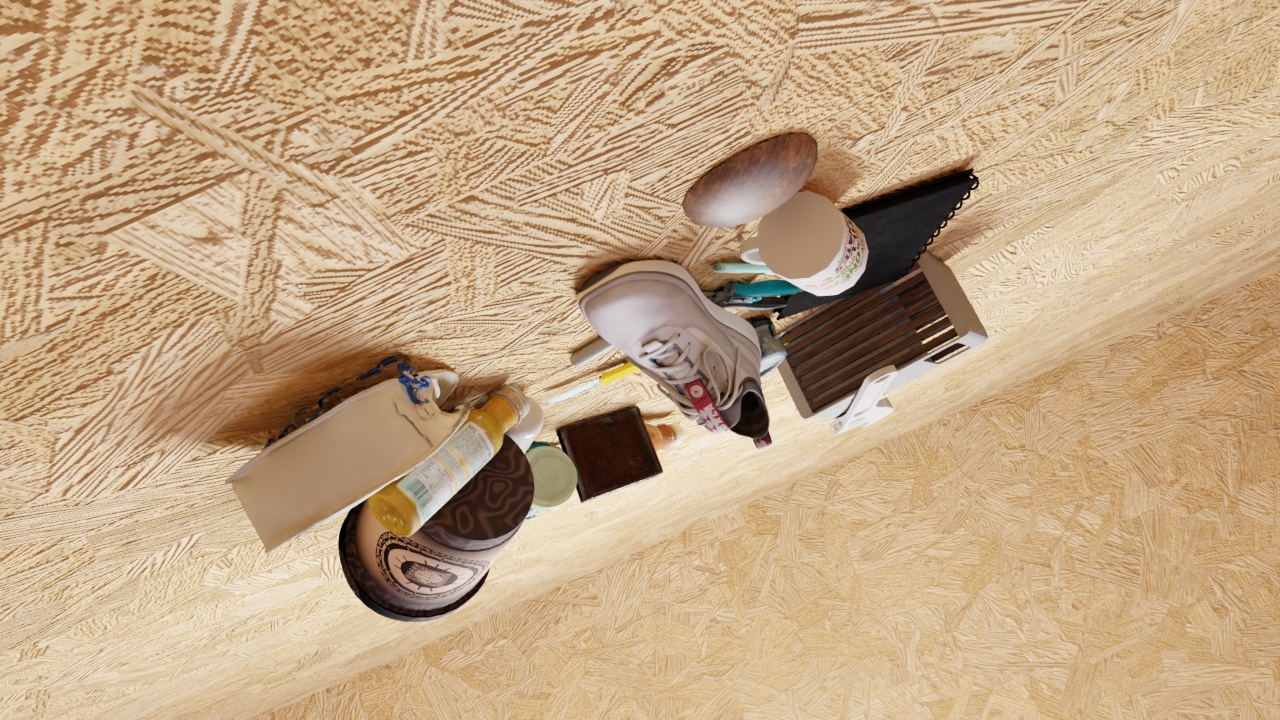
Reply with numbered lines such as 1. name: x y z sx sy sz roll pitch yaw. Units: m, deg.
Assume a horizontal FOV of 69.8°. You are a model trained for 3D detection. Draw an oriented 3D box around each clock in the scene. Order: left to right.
1. clock: 0.114 -0.002 1.086 0.129 0.052 0.090 -29 163 6

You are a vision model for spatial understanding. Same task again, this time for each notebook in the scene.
1. notebook: 0.242 -0.117 0.971 0.169 0.019 0.232 -19 163 -10

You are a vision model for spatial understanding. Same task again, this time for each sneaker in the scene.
1. sneaker: 0.041 0.000 0.835 0.097 0.128 0.263 -33 144 22

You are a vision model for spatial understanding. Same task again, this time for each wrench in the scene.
1. wrench: 0.291 0.048 1.144 0.086 0.018 0.273 -23 162 -3

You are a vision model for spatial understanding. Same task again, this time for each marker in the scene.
1. marker: -0.010 -0.031 0.900 0.141 0.016 0.016 -29 163 19

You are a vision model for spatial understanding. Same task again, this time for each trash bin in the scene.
1. trash bin: 0.298 -0.025 1.161 0.229 0.114 0.114 -32 162 26

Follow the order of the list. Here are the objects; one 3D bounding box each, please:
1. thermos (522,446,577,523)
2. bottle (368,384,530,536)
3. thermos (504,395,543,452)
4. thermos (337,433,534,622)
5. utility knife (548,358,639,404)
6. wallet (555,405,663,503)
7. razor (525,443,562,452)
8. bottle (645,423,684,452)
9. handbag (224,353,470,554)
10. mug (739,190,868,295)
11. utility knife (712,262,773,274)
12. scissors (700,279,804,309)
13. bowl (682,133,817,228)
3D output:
1. thermos: -0.159 0.170 1.192 0.082 0.082 0.232 -15 170 -27
2. bottle: -0.174 0.087 0.866 0.053 0.053 0.185 -41 -177 46
3. thermos: -0.163 0.102 1.041 0.052 0.052 0.225 -14 161 -30
4. thermos: -0.215 0.170 0.980 0.172 0.172 0.227 -11 158 -36
5. utility knife: -0.006 0.006 1.015 0.206 0.018 0.030 -27 158 -8
6. wallet: -0.038 0.119 1.182 0.119 0.099 0.031 -15 169 -26
7. razor: -0.133 0.116 1.185 0.042 0.022 0.143 -14 163 22
8. bottle: -0.002 0.113 1.281 0.166 0.059 0.059 -5 156 -48
9. handbag: -0.243 0.068 0.801 0.201 0.093 0.199 -30 -177 20
10. mug: 0.138 -0.099 0.809 0.105 0.073 0.089 -3 174 26
11. utility knife: 0.103 -0.090 0.876 0.119 0.015 0.022 -5 -173 -44
12. scissors: 0.106 -0.067 0.931 0.148 0.019 0.132 -21 159 13
13. bowl: 0.090 -0.130 0.709 0.114 0.026 0.102 -27 163 12
